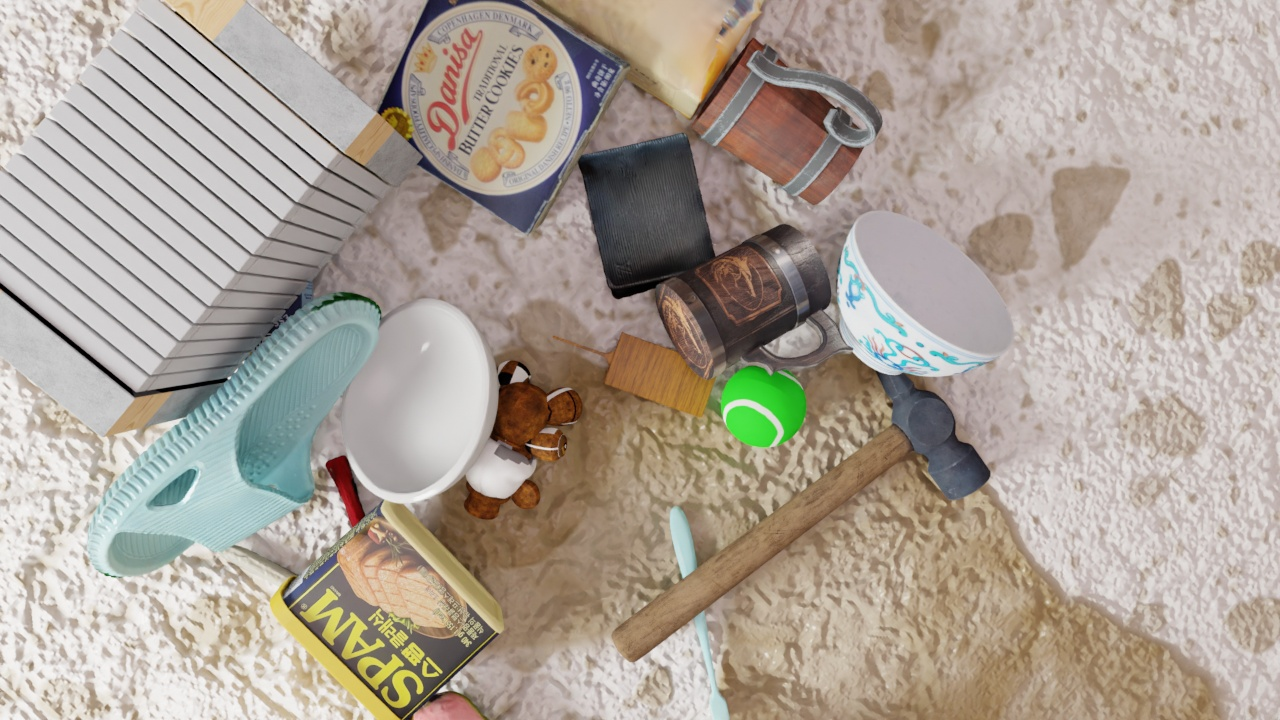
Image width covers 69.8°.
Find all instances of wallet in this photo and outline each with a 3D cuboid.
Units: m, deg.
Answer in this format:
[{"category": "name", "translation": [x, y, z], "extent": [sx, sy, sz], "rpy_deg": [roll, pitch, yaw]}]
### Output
[{"category": "wallet", "translation": [0.006, -0.113, 0.714], "extent": [0.089, 0.026, 0.115], "rpy_deg": [-15, 93, -2]}]

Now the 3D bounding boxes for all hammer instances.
[{"category": "hammer", "translation": [0.112, 0.129, 0.721], "extent": [0.321, 0.040, 0.129], "rpy_deg": [-36, 91, -5]}]

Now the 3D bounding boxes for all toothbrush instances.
[{"category": "toothbrush", "translation": [0.047, 0.205, 0.738], "extent": [0.016, 0.016, 0.180], "rpy_deg": [-12, 92, -2]}]

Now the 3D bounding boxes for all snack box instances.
[{"category": "snack box", "translation": [0.034, -0.305, 0.679], "extent": [0.145, 0.080, 0.195], "rpy_deg": [32, 90, -5]}, {"category": "snack box", "translation": [-0.105, -0.190, 0.668], "extent": [0.145, 0.042, 0.145], "rpy_deg": [31, 114, -6]}]

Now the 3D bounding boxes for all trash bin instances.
[{"category": "trash bin", "translation": [-0.288, -0.097, 0.592], "extent": [0.142, 0.142, 0.247], "rpy_deg": [40, 90, -4]}]

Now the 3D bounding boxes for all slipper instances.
[{"category": "slipper", "translation": [-0.277, 0.066, 0.650], "extent": [0.276, 0.116, 0.069], "rpy_deg": [-46, 69, 2]}]

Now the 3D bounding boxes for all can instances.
[{"category": "can", "translation": [-0.182, 0.183, 0.678], "extent": [0.104, 0.075, 0.135], "rpy_deg": [-42, 99, -7]}]

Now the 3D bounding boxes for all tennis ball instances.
[{"category": "tennis ball", "translation": [0.095, 0.035, 0.707], "extent": [0.065, 0.065, 0.065], "rpy_deg": [0, 93, -4]}]

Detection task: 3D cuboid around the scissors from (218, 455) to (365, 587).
[{"category": "scissors", "translation": [-0.235, 0.169, 0.715], "extent": [0.179, 0.015, 0.198], "rpy_deg": [0, 93, -5]}]

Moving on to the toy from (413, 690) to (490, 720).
[{"category": "toy", "translation": [-0.144, 0.308, 0.709], "extent": [0.090, 0.051, 0.110], "rpy_deg": [-31, 94, -4]}]

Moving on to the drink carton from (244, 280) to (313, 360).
[{"category": "drink carton", "translation": [-0.282, -0.063, 0.688], "extent": [0.064, 0.040, 0.130], "rpy_deg": [-1, 93, -3]}]

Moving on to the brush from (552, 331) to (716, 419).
[{"category": "brush", "translation": [-0.004, 0.004, 0.722], "extent": [0.126, 0.017, 0.048], "rpy_deg": [19, 91, -5]}]

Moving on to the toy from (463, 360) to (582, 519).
[{"category": "toy", "translation": [-0.100, 0.065, 0.700], "extent": [0.087, 0.067, 0.113], "rpy_deg": [27, 108, 12]}]

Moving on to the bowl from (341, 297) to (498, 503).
[{"category": "bowl", "translation": [-0.155, 0.031, 0.678], "extent": [0.150, 0.043, 0.149], "rpy_deg": [-8, 76, 32]}]

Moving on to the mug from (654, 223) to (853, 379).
[{"category": "mug", "translation": [0.086, -0.031, 0.684], "extent": [0.107, 0.080, 0.115], "rpy_deg": [-29, 74, -13]}]

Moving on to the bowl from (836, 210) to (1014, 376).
[{"category": "bowl", "translation": [0.199, -0.037, 0.696], "extent": [0.144, 0.143, 0.074], "rpy_deg": [32, 130, -5]}]

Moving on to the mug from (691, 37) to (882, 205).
[{"category": "mug", "translation": [0.112, -0.180, 0.676], "extent": [0.111, 0.118, 0.081], "rpy_deg": [34, 71, -9]}]
